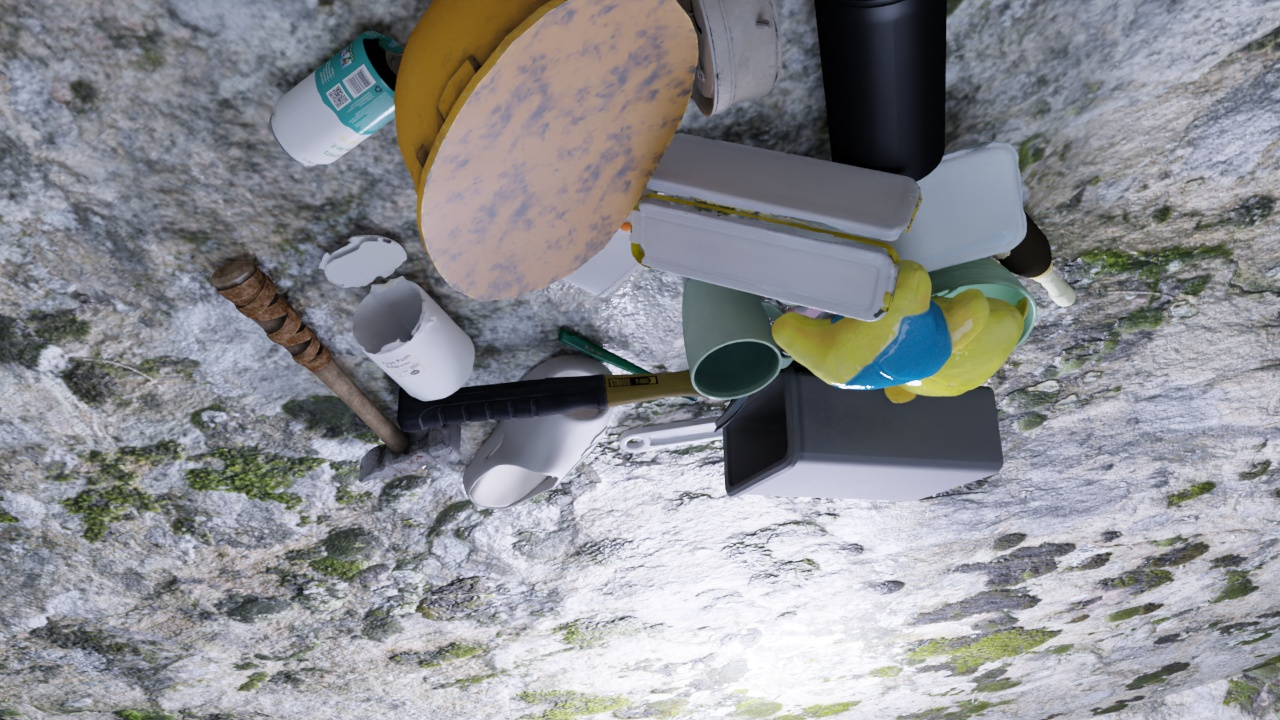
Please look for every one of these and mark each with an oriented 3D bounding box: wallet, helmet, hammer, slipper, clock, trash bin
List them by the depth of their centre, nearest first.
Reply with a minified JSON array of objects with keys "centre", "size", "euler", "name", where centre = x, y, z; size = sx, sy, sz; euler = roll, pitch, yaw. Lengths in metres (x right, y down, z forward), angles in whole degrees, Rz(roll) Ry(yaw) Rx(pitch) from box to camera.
[{"centre":[-0.083,-0.173,0.612],"size":[0.204,0.131,0.256],"euler":[-26,157,-28],"name":"helmet"},{"centre":[0.060,-0.216,0.631],"size":[0.061,0.103,0.157],"euler":[-16,167,-4],"name":"clock"},{"centre":[-0.045,-0.112,0.771],"size":[0.115,0.037,0.119],"euler":[23,134,-34],"name":"wallet"},{"centre":[-0.060,0.032,0.868],"size":[0.333,0.117,0.025],"euler":[-6,138,-4],"name":"hammer"},{"centre":[-0.290,0.019,0.874],"size":[0.122,0.048,0.319],"euler":[-16,139,11],"name":"hammer"},{"centre":[0.219,0.084,0.945],"size":[0.219,0.097,0.192],"euler":[4,161,-14],"name":"trash bin"},{"centre":[-0.112,0.104,0.985],"size":[0.112,0.080,0.267],"euler":[20,132,-28],"name":"slipper"}]

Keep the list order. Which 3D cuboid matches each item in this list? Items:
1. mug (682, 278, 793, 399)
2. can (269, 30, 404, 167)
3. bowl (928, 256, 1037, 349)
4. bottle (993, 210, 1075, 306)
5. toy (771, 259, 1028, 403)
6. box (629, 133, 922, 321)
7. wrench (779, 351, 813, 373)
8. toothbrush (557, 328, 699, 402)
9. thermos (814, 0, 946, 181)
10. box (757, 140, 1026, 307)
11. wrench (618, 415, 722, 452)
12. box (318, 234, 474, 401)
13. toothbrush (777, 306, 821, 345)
[{"centre":[0.092,-0.028,0.849],"size":[0.111,0.103,0.084],"euler":[7,138,-19],"name":"mug"},{"centre":[-0.205,-0.180,0.638],"size":[0.102,0.054,0.055],"euler":[-28,138,21],"name":"can"},{"centre":[0.292,-0.052,0.881],"size":[0.151,0.076,0.151],"euler":[-4,144,-3],"name":"bowl"},{"centre":[0.369,-0.098,0.869],"size":[0.045,0.045,0.184],"euler":[-35,135,28],"name":"bottle"},{"centre":[0.233,-0.013,0.773],"size":[0.213,0.084,0.149],"euler":[11,152,-42],"name":"toy"},{"centre":[0.095,-0.105,0.690],"size":[0.210,0.117,0.057],"euler":[16,-176,19],"name":"box"},{"centre":[0.217,0.009,0.972],"size":[0.273,0.022,0.074],"euler":[-1,149,-18],"name":"wrench"},{"centre":[-0.006,0.005,0.937],"size":[0.189,0.016,0.017],"euler":[25,132,-35],"name":"toothbrush"},{"centre":[0.169,-0.223,0.642],"size":[0.086,0.086,0.199],"euler":[-15,141,6],"name":"thermos"},{"centre":[0.200,-0.120,0.782],"size":[0.215,0.127,0.106],"euler":[-13,109,7],"name":"box"},{"centre":[0.110,0.067,1.038],"size":[0.273,0.018,0.087],"euler":[-8,141,-1],"name":"wrench"},{"centre":[-0.213,-0.035,0.797],"size":[0.083,0.092,0.166],"euler":[-15,150,11],"name":"box"},{"centre":[0.156,-0.044,0.904],"size":[0.026,0.027,0.223],"euler":[-2,145,-39],"name":"toothbrush"}]
